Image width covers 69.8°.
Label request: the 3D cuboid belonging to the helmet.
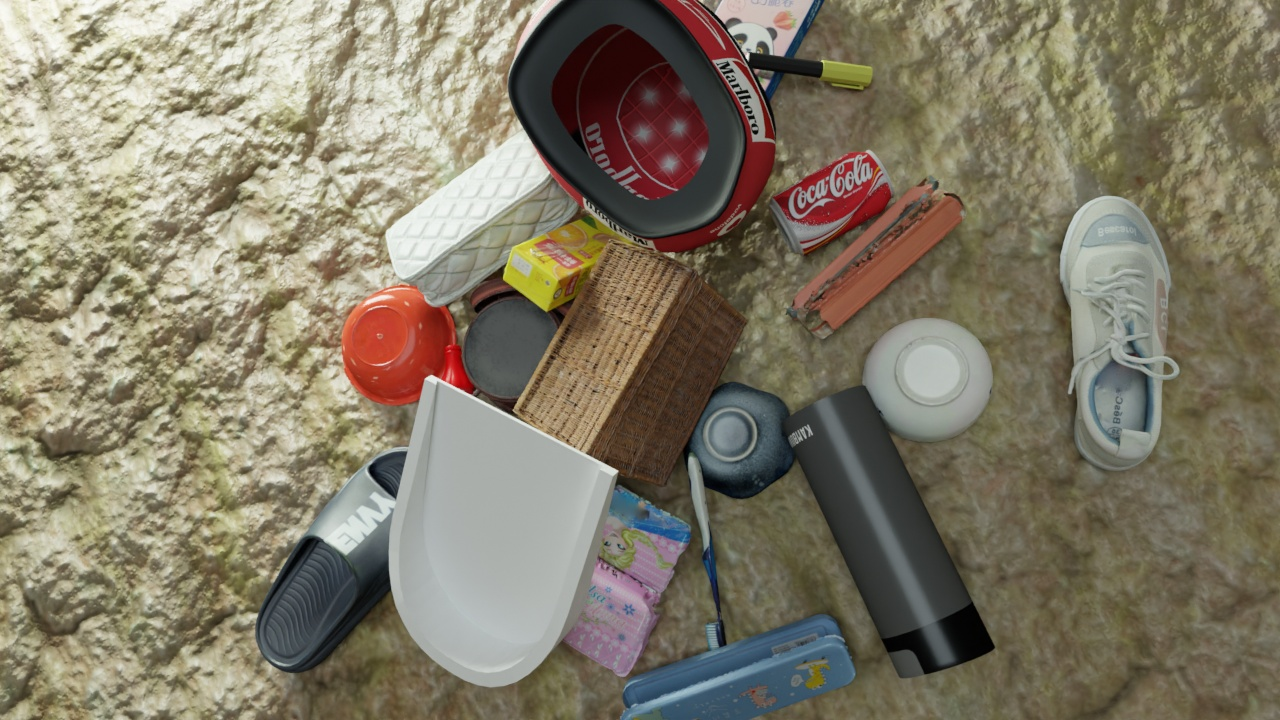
[{"bbox_3d":[0.012,-0.217,0.820,0.198,0.224,0.271,-43,80,17],"label":"helmet"}]

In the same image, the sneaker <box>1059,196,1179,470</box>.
[{"bbox_3d":[0.408,-0.030,0.775,0.089,0.090,0.242,2,79,14],"label":"sneaker"}]

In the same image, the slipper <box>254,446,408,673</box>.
[{"bbox_3d":[-0.296,0.192,0.899,0.111,0.083,0.268,40,91,18],"label":"slipper"}]

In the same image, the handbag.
[{"bbox_3d":[-0.158,-0.142,0.922,0.195,0.072,0.138,-34,42,5],"label":"handbag"}]

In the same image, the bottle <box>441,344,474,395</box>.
[{"bbox_3d":[-0.184,0.043,0.922,0.036,0.036,0.119,-10,77,11],"label":"bottle"}]

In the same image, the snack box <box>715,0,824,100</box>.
[{"bbox_3d":[0.113,-0.324,0.925,0.088,0.033,0.154,27,87,14],"label":"snack box"}]

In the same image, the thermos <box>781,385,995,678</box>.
[{"bbox_3d":[0.209,0.147,0.791,0.082,0.082,0.240,-25,75,7],"label":"thermos"}]

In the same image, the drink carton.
[{"bbox_3d":[-0.064,-0.097,0.873,0.058,0.134,0.043,37,129,16],"label":"drink carton"}]

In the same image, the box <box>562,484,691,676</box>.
[{"bbox_3d":[-0.078,0.169,0.848,0.230,0.035,0.159,28,110,16],"label":"box"}]

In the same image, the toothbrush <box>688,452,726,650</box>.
[{"bbox_3d":[0.058,0.176,0.834,0.017,0.016,0.189,-7,93,22],"label":"toothbrush"}]

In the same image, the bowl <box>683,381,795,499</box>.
[{"bbox_3d":[0.087,0.071,0.847,0.110,0.055,0.110,-3,79,13],"label":"bowl"}]

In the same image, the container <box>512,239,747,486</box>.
[{"bbox_3d":[-0.005,0.005,0.832,0.114,0.112,0.198,26,86,45],"label":"container"}]

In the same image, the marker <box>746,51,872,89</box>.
[{"bbox_3d":[0.163,-0.283,0.893,0.124,0.017,0.021,6,122,-7],"label":"marker"}]

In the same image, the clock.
[{"bbox_3d":[-0.112,-0.021,0.900,0.121,0.072,0.157,9,83,14],"label":"clock"}]

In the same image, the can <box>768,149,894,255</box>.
[{"bbox_3d":[0.179,-0.149,0.862,0.105,0.064,0.064,-29,75,6],"label":"can"}]

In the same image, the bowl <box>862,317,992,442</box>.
[{"bbox_3d":[0.256,0.014,0.815,0.113,0.063,0.113,-2,80,12],"label":"bowl"}]

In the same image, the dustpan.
[{"bbox_3d":[-0.139,0.169,0.807,0.191,0.053,0.258,25,121,19],"label":"dustpan"}]

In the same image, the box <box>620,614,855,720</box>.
[{"bbox_3d":[0.084,0.290,0.802,0.210,0.059,0.068,-21,93,8],"label":"box"}]

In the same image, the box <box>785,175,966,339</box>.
[{"bbox_3d":[0.210,-0.101,0.857,0.188,0.056,0.064,-40,38,1],"label":"box"}]

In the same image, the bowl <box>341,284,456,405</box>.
[{"bbox_3d":[-0.259,-0.020,0.947,0.131,0.045,0.130,-2,79,12],"label":"bowl"}]
